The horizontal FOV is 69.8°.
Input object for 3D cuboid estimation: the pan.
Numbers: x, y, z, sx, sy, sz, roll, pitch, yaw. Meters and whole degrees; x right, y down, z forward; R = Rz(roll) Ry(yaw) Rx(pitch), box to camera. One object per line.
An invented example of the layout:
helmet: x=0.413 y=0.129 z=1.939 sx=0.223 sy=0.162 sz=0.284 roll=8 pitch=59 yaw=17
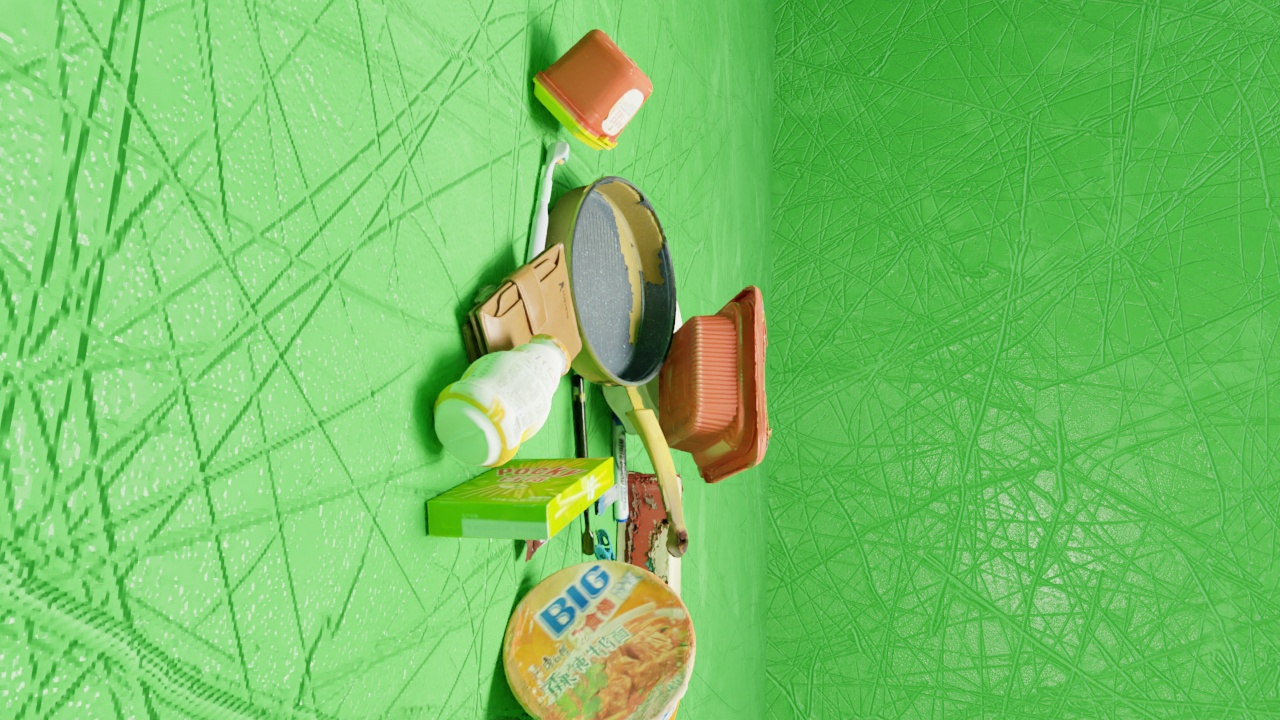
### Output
pan: x=-0.005 y=0.005 z=0.860 sx=0.197 sy=0.078 sz=0.357 roll=-1 pitch=87 yaw=-60

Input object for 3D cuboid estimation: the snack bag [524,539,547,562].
snack bag: x=-0.078 y=0.132 z=0.787 sx=0.105 sy=0.026 sz=0.045 roll=-43 pitch=140 yaw=-70

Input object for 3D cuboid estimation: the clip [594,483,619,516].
clip: x=-0.040 y=0.141 z=0.947 sx=0.056 sy=0.028 sz=0.024 roll=-43 pitch=130 yaw=-76

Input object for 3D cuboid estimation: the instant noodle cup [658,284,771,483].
instant noodle cup: x=0.071 y=0.028 z=0.949 sx=0.165 sy=0.079 sz=0.188 roll=134 pitch=-42 yaw=-65

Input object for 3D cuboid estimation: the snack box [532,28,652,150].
snack box: x=-0.037 y=-0.237 z=0.806 sx=0.082 sy=0.080 sz=0.091 roll=48 pitch=12 yaw=7

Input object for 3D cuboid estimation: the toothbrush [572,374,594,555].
toothbrush: x=-0.056 y=0.104 z=0.910 sx=0.017 sy=0.012 sz=0.186 roll=-56 pitch=144 yaw=-76

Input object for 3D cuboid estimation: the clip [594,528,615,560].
clip: x=-0.038 y=0.204 z=0.977 sx=0.056 sy=0.014 sz=0.041 roll=74 pitch=21 yaw=-43

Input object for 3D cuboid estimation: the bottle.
bottle: x=-0.089 y=0.023 z=0.622 sx=0.108 sy=0.063 sz=0.063 roll=-48 pitch=138 yaw=-46

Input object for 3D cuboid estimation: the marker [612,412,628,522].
marker: x=-0.023 y=0.110 z=1.033 sx=0.017 sy=0.017 sz=0.146 roll=-19 pitch=108 yaw=-76

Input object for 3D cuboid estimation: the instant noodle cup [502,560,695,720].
instant noodle cup: x=-0.030 y=0.257 z=0.750 sx=0.112 sy=0.151 sz=0.151 roll=88 pitch=11 yaw=-46

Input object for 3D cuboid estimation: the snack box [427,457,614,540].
snack box: x=-0.079 y=0.095 z=0.656 sx=0.156 sy=0.086 sz=0.026 roll=-18 pitch=106 yaw=-75

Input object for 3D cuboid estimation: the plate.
plate: x=0.005 y=-0.020 z=1.034 sx=0.204 sy=0.046 sz=0.205 roll=-6 pitch=90 yaw=-69

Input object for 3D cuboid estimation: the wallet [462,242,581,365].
wallet: x=-0.088 y=-0.020 z=0.708 sx=0.131 sy=0.031 sz=0.108 roll=-53 pitch=141 yaw=-54

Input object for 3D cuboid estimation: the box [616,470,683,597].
box: x=0.019 y=0.215 z=1.076 sx=0.091 sy=0.079 sz=0.168 roll=34 pitch=57 yaw=-74

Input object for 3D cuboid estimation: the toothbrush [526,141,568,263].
toothbrush: x=-0.085 y=-0.104 z=0.782 sx=0.021 sy=0.029 sz=0.188 roll=22 pitch=63 yaw=-31
